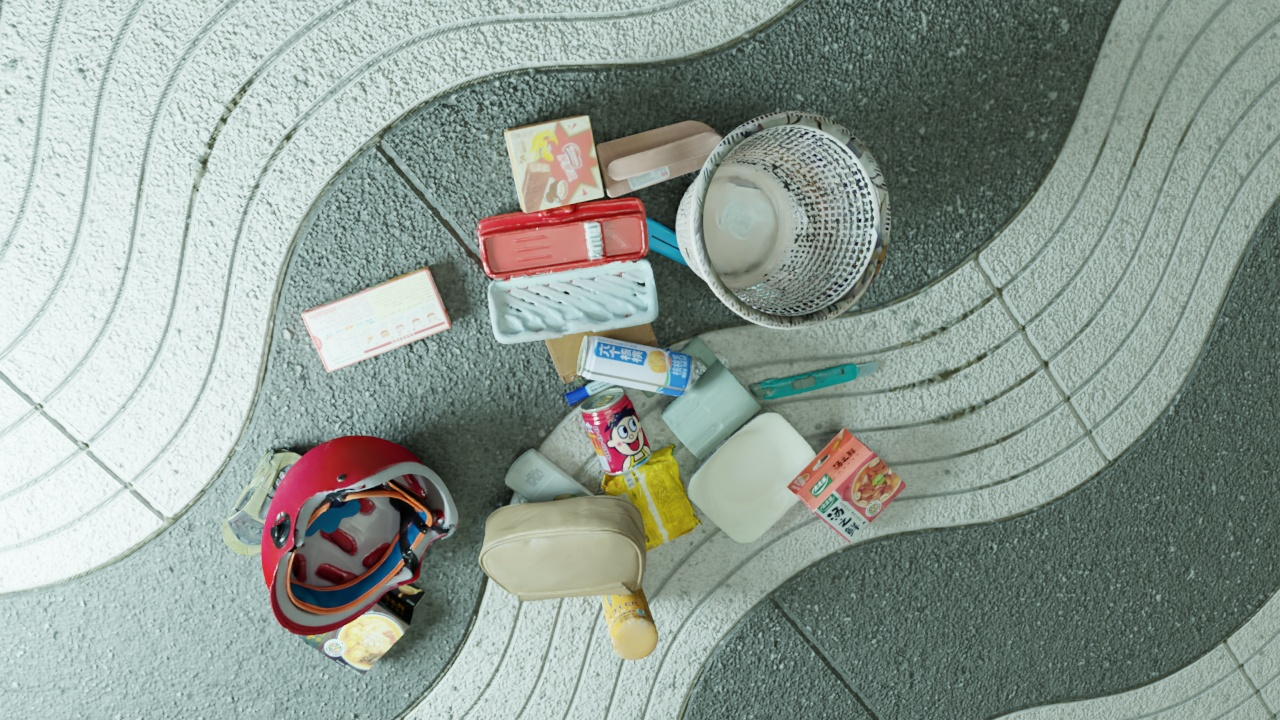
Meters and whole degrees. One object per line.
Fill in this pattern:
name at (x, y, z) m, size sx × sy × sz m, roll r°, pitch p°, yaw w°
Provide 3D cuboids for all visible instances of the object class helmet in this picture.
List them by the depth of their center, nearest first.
helmet at (-0.349, 0.188, 1.080) m, size 0.240 × 0.144 × 0.207 m, roll -50°, pitch 143°, yaw 3°

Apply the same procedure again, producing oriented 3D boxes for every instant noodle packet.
instant noodle packet at (0.013, 0.182, 1.204) m, size 0.110 × 0.044 × 0.128 m, roll -24°, pitch 111°, yaw -10°

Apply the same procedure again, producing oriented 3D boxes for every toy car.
toy car at (-0.455, 0.176, 1.123) m, size 0.070 × 0.042 × 0.158 m, roll 30°, pitch 101°, yaw -16°

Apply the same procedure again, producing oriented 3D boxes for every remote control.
remote control at (-0.105, 0.176, 1.193) m, size 0.150 × 0.021 × 0.058 m, roll 41°, pitch 98°, yaw -17°

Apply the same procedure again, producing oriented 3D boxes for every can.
can at (-0.007, 0.006, 1.111) m, size 0.134 × 0.053 × 0.053 m, roll 11°, pitch 103°, yaw -11°
can at (-0.032, 0.088, 1.158) m, size 0.066 × 0.066 × 0.094 m, roll -23°, pitch 107°, yaw -3°
can at (-0.018, 0.323, 1.183) m, size 0.058 × 0.146 × 0.058 m, roll -3°, pitch 105°, yaw -10°

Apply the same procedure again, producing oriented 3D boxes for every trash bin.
trash bin at (0.137, -0.155, 1.045) m, size 0.227 × 0.192 × 0.227 m, roll -2°, pitch 97°, yaw -15°

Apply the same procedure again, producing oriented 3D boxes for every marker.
marker at (-0.027, 0.020, 1.163) m, size 0.145 × 0.017 × 0.017 m, roll -25°, pitch 108°, yaw -6°

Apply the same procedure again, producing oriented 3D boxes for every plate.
plate at (0.148, 0.150, 1.210) m, size 0.163 × 0.034 × 0.164 m, roll -43°, pitch 122°, yaw 1°

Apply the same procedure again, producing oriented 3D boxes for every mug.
mug at (0.076, 0.048, 1.167) m, size 0.103 × 0.083 × 0.124 m, roll -43°, pitch 81°, yaw 4°

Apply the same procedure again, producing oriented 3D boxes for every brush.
brush at (0.024, -0.240, 1.075) m, size 0.145 × 0.073 × 0.063 m, roll -17°, pitch 106°, yaw -7°

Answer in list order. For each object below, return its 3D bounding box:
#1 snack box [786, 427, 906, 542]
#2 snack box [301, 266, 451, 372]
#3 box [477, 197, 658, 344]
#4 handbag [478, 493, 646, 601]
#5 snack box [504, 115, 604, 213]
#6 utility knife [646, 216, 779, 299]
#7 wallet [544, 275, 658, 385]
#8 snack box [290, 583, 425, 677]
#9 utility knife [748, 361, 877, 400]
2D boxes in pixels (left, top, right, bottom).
snack box at (0.278, 0.169, 1.228) m, size 0.113 × 0.044 × 0.127 m, roll -47°, pitch 126°, yaw 5°
snack box at (-0.312, -0.049, 1.092) m, size 0.155 × 0.027 × 0.077 m, roll -20°, pitch 107°, yaw -4°
box at (-0.086, -0.108, 1.096) m, size 0.201 × 0.050 × 0.161 m, roll -8°, pitch 99°, yaw -2°
handbag at (-0.092, 0.234, 1.151) m, size 0.205 × 0.099 × 0.148 m, roll -6°, pitch 129°, yaw 10°
snack box at (-0.100, -0.227, 1.054) m, size 0.094 × 0.077 × 0.093 m, roll -13°, pitch 107°, yaw -7°
utility knife at (0.085, -0.123, 1.147) m, size 0.208 × 0.018 × 0.034 m, roll 24°, pitch 99°, yaw -17°
wallet at (-0.052, -0.033, 1.138) m, size 0.130 × 0.035 × 0.119 m, roll -21°, pitch 109°, yaw -2°
snack box at (-0.361, 0.324, 1.177) m, size 0.113 × 0.053 × 0.126 m, roll 40°, pitch 100°, yaw -17°
utility knife at (0.231, 0.026, 1.215) m, size 0.178 × 0.013 × 0.029 m, roll -13°, pitch 108°, yaw -6°
